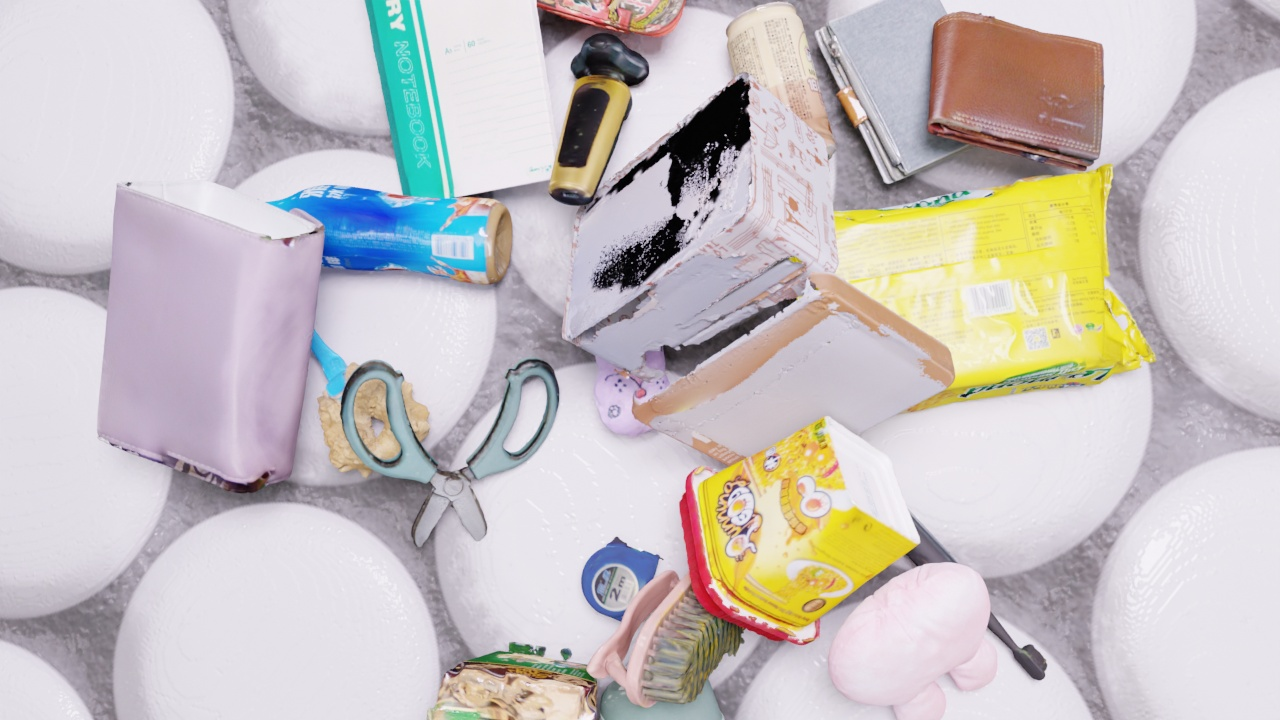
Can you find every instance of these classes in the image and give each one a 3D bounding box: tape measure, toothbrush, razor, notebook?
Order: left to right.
[{"bbox_3d":[-0.138,-0.230,0.687,0.151,0.012,0.209,-4,100,27],"label":"notebook"},{"bbox_3d":[-0.035,-0.175,0.665,0.062,0.068,0.167,5,52,9],"label":"razor"},{"bbox_3d":[-0.017,0.165,0.690,0.054,0.025,0.058,20,84,8],"label":"tape measure"},{"bbox_3d":[0.218,0.148,0.669,0.212,0.027,0.026,47,135,5],"label":"toothbrush"}]

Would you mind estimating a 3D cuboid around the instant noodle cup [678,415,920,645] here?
[{"bbox_3d":[0.106,0.109,0.611,0.116,0.116,0.124,32,123,-32],"label":"instant noodle cup"}]

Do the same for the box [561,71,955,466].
[{"bbox_3d":[0.074,-0.051,0.616,0.197,0.181,0.157,28,47,-28],"label":"box"}]

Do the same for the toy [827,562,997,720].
[{"bbox_3d":[0.190,0.198,0.623,0.121,0.159,0.054,-36,39,0],"label":"toy"}]

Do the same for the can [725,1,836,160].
[{"bbox_3d":[0.104,-0.200,0.685,0.058,0.058,0.116,-14,85,4],"label":"can"}]

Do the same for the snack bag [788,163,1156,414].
[{"bbox_3d":[0.228,-0.046,0.659,0.246,0.068,0.158,-10,85,4],"label":"snack bag"}]

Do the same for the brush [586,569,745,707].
[{"bbox_3d":[0.022,0.184,0.623,0.073,0.145,0.063,9,106,24],"label":"brush"}]

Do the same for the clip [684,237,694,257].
[{"bbox_3d":[0.039,-0.077,0.703,0.014,0.045,0.057,-40,86,-1],"label":"clip"}]

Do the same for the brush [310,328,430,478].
[{"bbox_3d":[-0.254,-0.015,0.719,0.083,0.046,0.254,-38,79,3],"label":"brush"}]

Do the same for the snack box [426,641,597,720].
[{"bbox_3d":[-0.080,0.266,0.650,0.118,0.105,0.117,7,89,7],"label":"snack box"}]

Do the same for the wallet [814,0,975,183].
[{"bbox_3d":[0.199,-0.207,0.688,0.106,0.037,0.129,-25,85,-8],"label":"wallet"}]

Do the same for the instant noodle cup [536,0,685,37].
[{"bbox_3d":[-0.038,-0.332,0.697,0.189,0.079,0.164,19,89,7],"label":"instant noodle cup"}]

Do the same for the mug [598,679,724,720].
[{"bbox_3d":[0.012,0.278,0.658,0.112,0.082,0.106,-24,84,35],"label":"mug"}]

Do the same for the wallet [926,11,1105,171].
[{"bbox_3d":[0.263,-0.190,0.646,0.124,0.032,0.101,12,67,-3],"label":"wallet"}]

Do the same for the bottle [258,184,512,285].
[{"bbox_3d":[-0.211,-0.100,0.708,0.219,0.065,0.065,6,87,7],"label":"bottle"}]

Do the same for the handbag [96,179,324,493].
[{"bbox_3d":[-0.305,-0.020,0.665,0.145,0.098,0.197,22,109,23],"label":"handbag"}]

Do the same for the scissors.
[{"bbox_3d":[-0.129,0.052,0.686,0.181,0.019,0.170,-31,115,-13],"label":"scissors"}]

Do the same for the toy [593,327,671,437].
[{"bbox_3d":[-0.004,0.004,0.693,0.083,0.039,0.108,-2,84,-16],"label":"toy"}]
